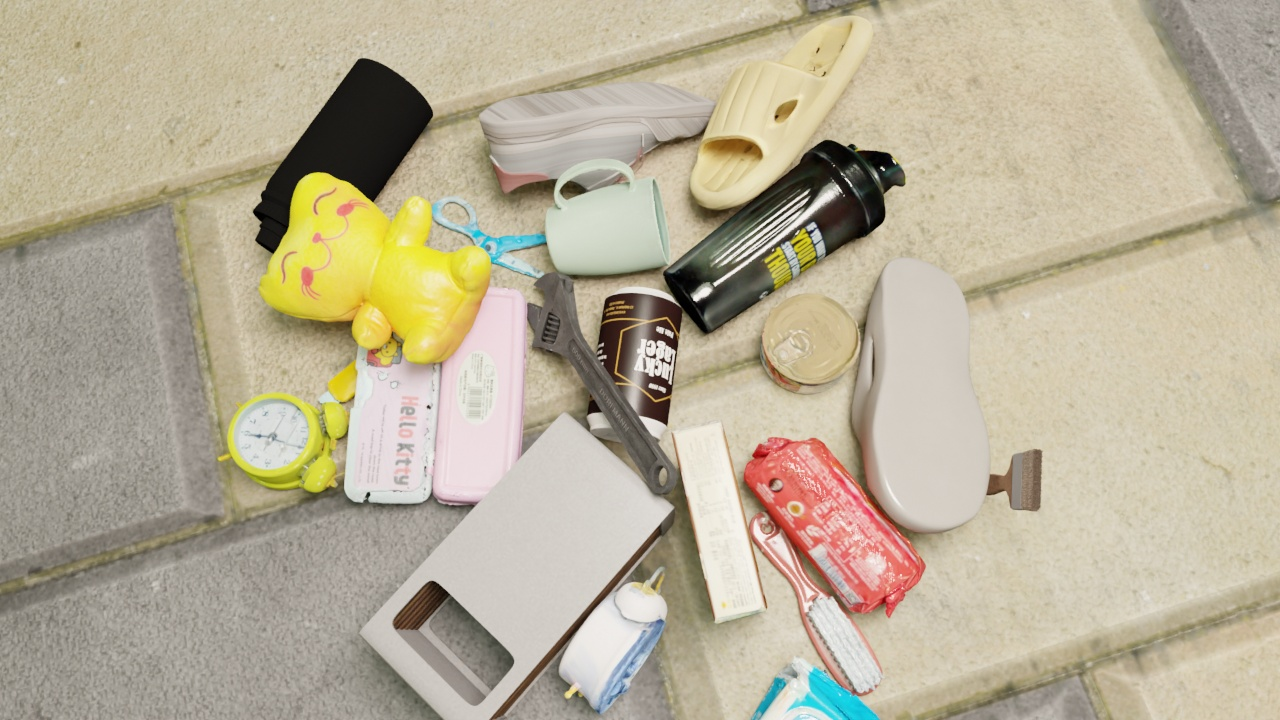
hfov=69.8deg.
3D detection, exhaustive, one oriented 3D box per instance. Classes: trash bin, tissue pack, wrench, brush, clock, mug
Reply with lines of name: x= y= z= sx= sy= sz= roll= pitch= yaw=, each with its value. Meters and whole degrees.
trash bin: x=-0.091 y=0.173 z=0.742 sx=0.114 sy=0.114 sz=0.228 roll=40 pitch=79 yaw=12
tissue pack: x=0.120 y=0.315 z=0.721 sx=0.093 sy=0.062 sz=0.144 roll=35 pitch=78 yaw=12
wrench: x=-0.038 y=0.013 z=0.772 sx=0.073 sy=0.018 sz=0.273 roll=-59 pitch=44 yaw=23
brush: x=0.147 y=0.201 z=0.771 sx=0.041 sy=0.030 sz=0.172 roll=-30 pitch=74 yaw=-7
clock: x=-0.014 y=0.221 z=0.741 sx=0.052 sy=0.089 sz=0.125 roll=33 pitch=78 yaw=17
mug: x=-0.034 y=-0.130 z=0.835 sx=0.104 sy=0.111 sz=0.084 roll=-9 pitch=41 yaw=9
clock: x=-0.304 y=0.072 z=0.810 sx=0.119 sy=0.057 sz=0.083 roll=10 pitch=72 yaw=-3
brush: x=0.293 y=0.097 z=0.737 sx=0.008 sy=0.143 sz=0.045 roll=5 pitch=82 yaw=4

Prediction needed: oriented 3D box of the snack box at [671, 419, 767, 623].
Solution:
snack box: x=0.065 y=0.132 z=0.733 sx=0.041 sy=0.147 sz=0.143 roll=-14 pitch=74 yaw=4

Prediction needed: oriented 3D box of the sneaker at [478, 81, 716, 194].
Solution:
sneaker: x=-0.036 y=-0.205 z=0.876 sx=0.235 sy=0.090 sz=0.099 roll=-12 pitch=35 yaw=-20

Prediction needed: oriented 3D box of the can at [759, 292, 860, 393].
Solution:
can: x=0.151 y=-0.014 z=0.827 sx=0.086 sy=0.043 sz=0.086 roll=-1 pitch=73 yaw=2

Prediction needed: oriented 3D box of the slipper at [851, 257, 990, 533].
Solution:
slipper: x=0.232 y=0.033 z=0.802 sx=0.113 sy=0.081 sz=0.265 roll=15 pitch=58 yaw=-15

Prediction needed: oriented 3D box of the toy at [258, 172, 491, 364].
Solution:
toy: x=-0.221 y=-0.078 z=0.789 sx=0.194 sy=0.087 sz=0.134 roll=21 pitch=90 yaw=12

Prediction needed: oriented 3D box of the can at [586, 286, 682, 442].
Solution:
can: x=-0.005 y=0.005 z=0.811 sx=0.072 sy=0.072 sz=0.128 roll=7 pitch=74 yaw=4

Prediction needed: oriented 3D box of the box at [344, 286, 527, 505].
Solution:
box: x=-0.179 y=0.028 z=0.816 sx=0.152 sy=0.037 sz=0.201 roll=3 pitch=73 yaw=-8

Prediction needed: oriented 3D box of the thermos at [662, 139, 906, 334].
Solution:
thermos: x=0.128 y=-0.116 z=0.837 sx=0.221 sy=0.098 sz=0.098 roll=-37 pitch=76 yaw=-3

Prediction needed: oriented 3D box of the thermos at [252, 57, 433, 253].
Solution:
thermos: x=-0.287 y=-0.179 z=0.867 sx=0.086 sy=0.086 sz=0.198 roll=28 pitch=76 yaw=9

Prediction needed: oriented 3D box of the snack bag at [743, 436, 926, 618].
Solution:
snack bag: x=0.161 y=0.132 z=0.764 sx=0.082 sy=0.082 sz=0.176 roll=-38 pitch=77 yaw=-9

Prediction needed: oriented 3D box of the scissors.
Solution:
scissors: x=-0.154 y=-0.098 z=0.879 sx=0.140 sy=0.013 sz=0.117 roll=28 pitch=76 yaw=8

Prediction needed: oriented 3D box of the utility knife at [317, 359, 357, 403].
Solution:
utility knife: x=-0.233 y=-0.012 z=0.852 sx=0.159 sy=0.017 sz=0.030 roll=-41 pitch=72 yaw=-13

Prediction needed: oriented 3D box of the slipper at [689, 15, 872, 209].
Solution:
slipper: x=0.121 y=-0.252 z=0.861 sx=0.261 sy=0.111 sz=0.079 roll=-51 pitch=121 yaw=-19
